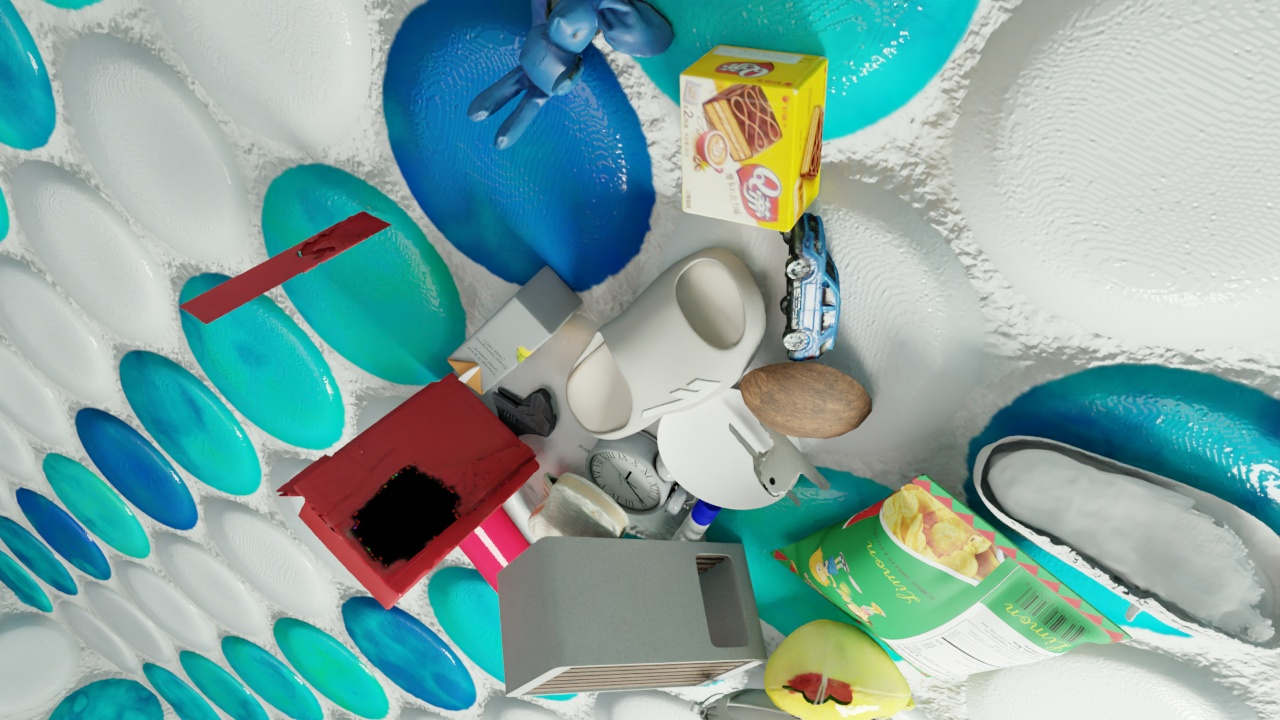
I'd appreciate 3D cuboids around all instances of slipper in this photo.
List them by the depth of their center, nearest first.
[{"bbox_3d":[0.359,0.131,0.671,0.247,0.074,0.112,26,104,10],"label":"slipper"},{"bbox_3d":[-0.005,0.005,0.785,0.267,0.080,0.113,-36,79,48],"label":"slipper"},{"bbox_3d":[-0.063,0.163,0.960,0.115,0.052,0.263,37,156,4],"label":"slipper"}]

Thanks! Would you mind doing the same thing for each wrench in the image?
[{"bbox_3d":[-0.165,0.097,1.022,0.073,0.022,0.274,46,135,1],"label":"wrench"}]

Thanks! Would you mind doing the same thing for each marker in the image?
[{"bbox_3d":[0.051,0.176,0.943,0.023,0.027,0.133,33,138,6],"label":"marker"}]

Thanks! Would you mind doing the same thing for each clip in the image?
[{"bbox_3d":[0.119,0.091,0.801,0.102,0.058,0.052,47,174,-10],"label":"clip"}]

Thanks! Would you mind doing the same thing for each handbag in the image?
[{"bbox_3d":[0.142,0.383,0.933,0.216,0.095,0.222,0,162,34],"label":"handbag"}]

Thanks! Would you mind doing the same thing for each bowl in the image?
[{"bbox_3d":[0.133,0.041,0.744,0.102,0.026,0.114,-13,142,36],"label":"bowl"}]

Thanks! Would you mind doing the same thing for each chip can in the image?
[{"bbox_3d":[-0.178,0.199,1.056,0.069,0.069,0.221,-2,132,34],"label":"chip can"}]

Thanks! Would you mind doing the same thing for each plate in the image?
[{"bbox_3d":[0.081,0.080,0.841,0.135,0.011,0.135,10,123,16],"label":"plate"}]

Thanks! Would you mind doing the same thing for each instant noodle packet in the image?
[{"bbox_3d":[0.243,0.195,0.780,0.195,0.090,0.253,38,148,0],"label":"instant noodle packet"}]

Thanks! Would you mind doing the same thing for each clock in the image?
[{"bbox_3d":[0.001,0.115,0.918,0.123,0.035,0.095,11,130,27],"label":"clock"}]

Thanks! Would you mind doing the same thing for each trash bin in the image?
[{"bbox_3d":[-0.009,0.248,0.887,0.228,0.114,0.115,9,146,-30],"label":"trash bin"}]

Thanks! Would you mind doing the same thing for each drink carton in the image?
[{"bbox_3d":[-0.118,-0.027,0.856,0.048,0.076,0.125,47,132,-8],"label":"drink carton"}]

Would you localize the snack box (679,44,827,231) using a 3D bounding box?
[{"bbox_3d":[0.077,-0.152,0.631,0.084,0.061,0.106,15,132,23],"label":"snack box"}]

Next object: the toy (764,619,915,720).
[{"bbox_3d":[0.190,0.302,0.873,0.134,0.092,0.207,-1,154,22],"label":"toy"}]

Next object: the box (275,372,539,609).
[{"bbox_3d":[-0.241,0.140,0.946,0.165,0.213,0.154,43,138,6],"label":"box"}]

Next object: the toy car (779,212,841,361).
[{"bbox_3d":[0.127,-0.054,0.687,0.043,0.056,0.120,-2,132,7],"label":"toy car"}]

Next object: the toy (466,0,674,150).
[{"bbox_3d":[-0.054,-0.224,0.657,0.113,0.070,0.177,42,126,-7],"label":"toy"}]
